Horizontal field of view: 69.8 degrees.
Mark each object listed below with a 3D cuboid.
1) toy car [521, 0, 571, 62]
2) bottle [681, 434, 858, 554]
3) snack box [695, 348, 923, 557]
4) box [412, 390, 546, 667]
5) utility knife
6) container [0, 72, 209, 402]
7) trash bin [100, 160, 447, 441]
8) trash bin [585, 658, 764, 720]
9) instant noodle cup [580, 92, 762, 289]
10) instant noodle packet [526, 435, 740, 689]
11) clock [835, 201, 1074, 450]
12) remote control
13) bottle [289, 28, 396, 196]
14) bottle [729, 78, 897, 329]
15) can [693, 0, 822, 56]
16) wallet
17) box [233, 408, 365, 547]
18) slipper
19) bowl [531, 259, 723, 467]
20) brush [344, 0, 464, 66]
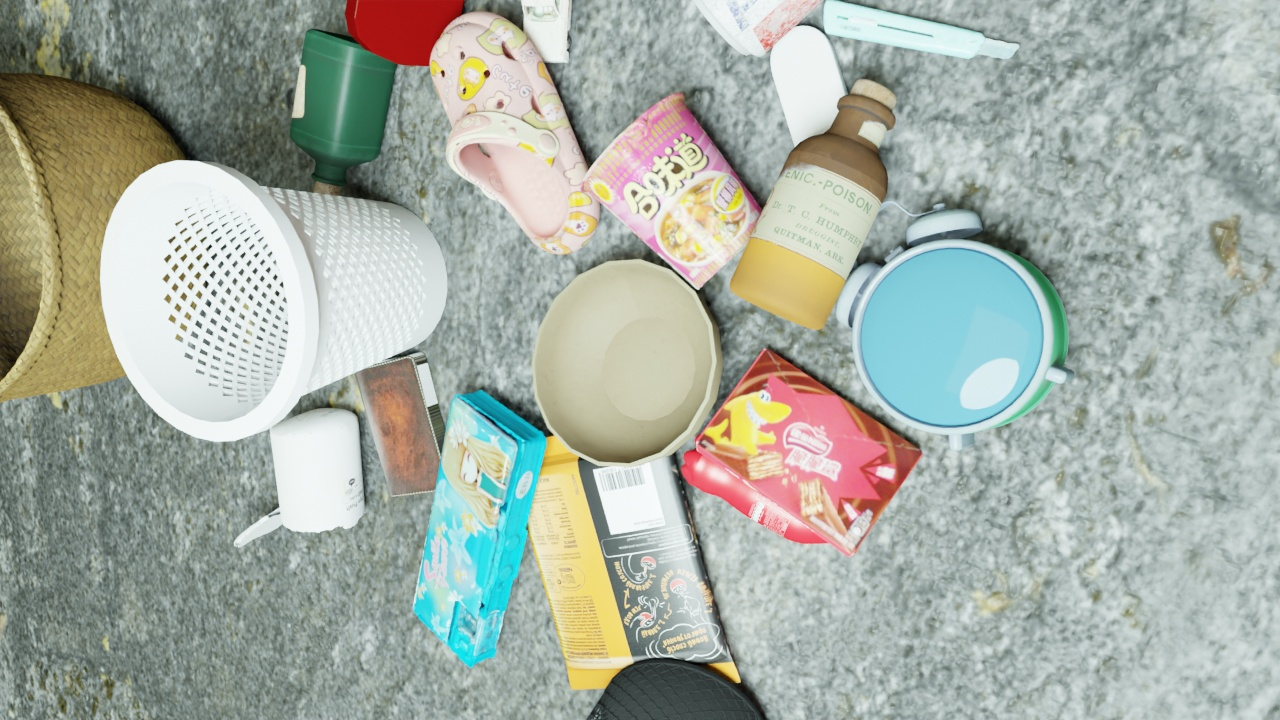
[{"bbox_3d":[-0.072,-0.280,0.678,0.039,0.039,0.113,11,105,23],"label":"toy car"},{"bbox_3d":[0.097,0.101,0.676,0.141,0.041,0.042,28,111,17],"label":"bottle"},{"bbox_3d":[0.117,0.063,0.649,0.133,0.021,0.089,35,81,15],"label":"snack box"},{"bbox_3d":[-0.142,0.145,0.779,0.094,0.041,0.227,31,116,35],"label":"box"},{"bbox_3d":[0.178,-0.211,0.592,0.126,0.015,0.022,18,106,17],"label":"utility knife"},{"bbox_3d":[-0.556,-0.117,0.849,0.307,0.196,0.307,6,103,25],"label":"container"},{"bbox_3d":[-0.266,-0.056,0.723,0.196,0.199,0.195,5,102,24],"label":"trash bin"},{"bbox_3d":[0.002,0.342,0.659,0.184,0.209,0.184,9,117,17],"label":"trash bin"},{"bbox_3d":[0.030,-0.113,0.641,0.108,0.097,0.098,48,115,0],"label":"instant noodle cup"},{"bbox_3d":[-0.021,0.162,0.747,0.160,0.032,0.221,-14,95,29],"label":"instant noodle packet"},{"bbox_3d":[0.194,-0.031,0.592,0.122,0.075,0.161,-41,70,26],"label":"clock"},{"bbox_3d":[0.124,-0.160,0.626,0.043,0.013,0.136,-17,93,27],"label":"remote control"},{"bbox_3d":[-0.251,-0.201,0.764,0.061,0.061,0.131,24,109,21],"label":"bottle"},{"bbox_3d":[0.119,-0.103,0.590,0.068,0.067,0.157,26,94,18],"label":"bottle"},{"bbox_3d":[0.099,-0.266,0.581,0.136,0.078,0.078,-38,84,26],"label":"can"},{"bbox_3d":[-0.210,0.059,0.821,0.072,0.019,0.123,-12,95,26],"label":"wallet"},{"bbox_3d":[-0.321,0.113,0.853,0.142,0.083,0.140,1,102,19],"label":"box"},{"bbox_3d":[-0.103,-0.167,0.686,0.093,0.081,0.197,-30,91,42],"label":"slipper"},{"bbox_3d":[-0.004,0.004,0.686,0.153,0.050,0.152,-4,82,28],"label":"bowl"},{"bbox_3d":[-0.174,-0.316,0.699,0.042,0.082,0.174,37,117,47],"label":"brush"}]
